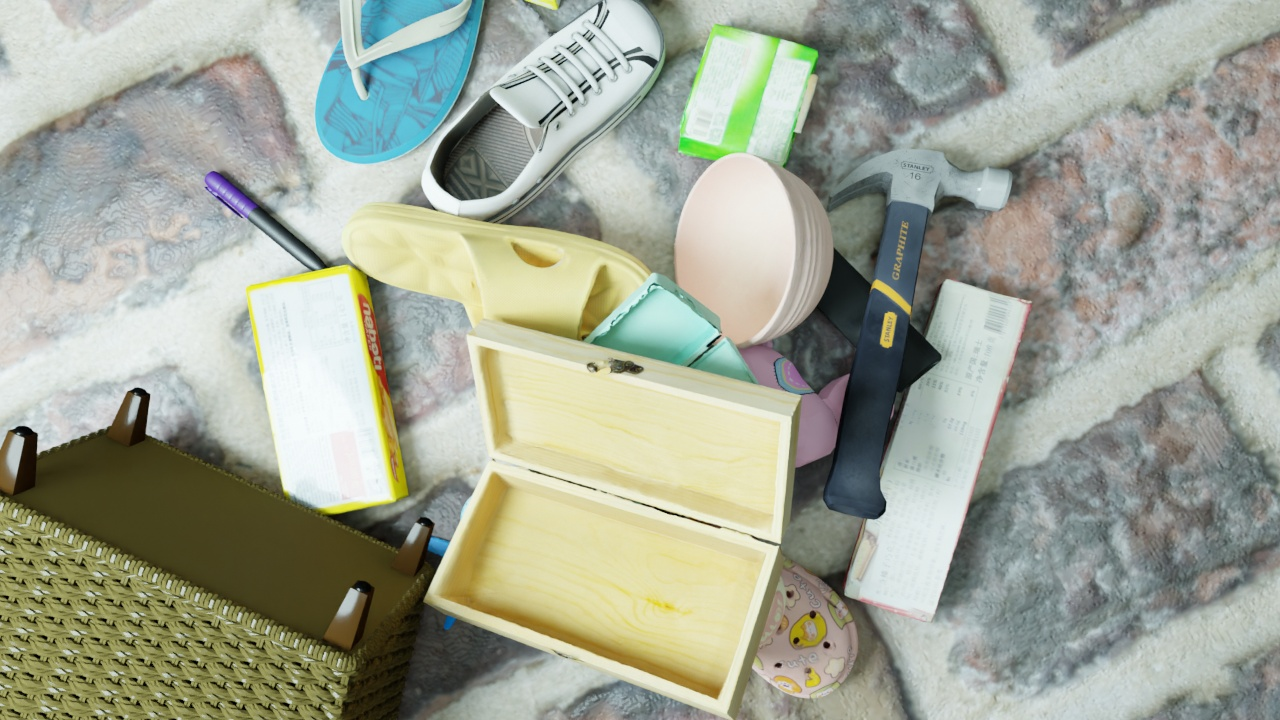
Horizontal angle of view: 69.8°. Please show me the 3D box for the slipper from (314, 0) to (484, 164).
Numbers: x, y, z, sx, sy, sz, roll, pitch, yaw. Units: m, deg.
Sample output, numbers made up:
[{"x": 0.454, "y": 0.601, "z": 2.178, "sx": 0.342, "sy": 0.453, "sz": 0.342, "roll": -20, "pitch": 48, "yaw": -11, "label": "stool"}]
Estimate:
[{"x": -0.190, "y": -0.304, "z": 0.770, "sx": 0.118, "sy": 0.060, "sz": 0.295, "roll": 19, "pitch": 89, "yaw": -1, "label": "slipper"}]

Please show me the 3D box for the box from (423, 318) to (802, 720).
[{"x": -0.019, "y": 0.110, "z": 0.682, "sx": 0.248, "sy": 0.118, "sz": 0.253, "roll": 14, "pitch": 104, "yaw": 20, "label": "box"}]

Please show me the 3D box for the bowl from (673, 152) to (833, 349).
[{"x": 0.099, "y": -0.084, "z": 0.727, "sx": 0.076, "sy": 0.153, "sz": 0.153, "roll": 0, "pitch": 88, "yaw": -33, "label": "bowl"}]

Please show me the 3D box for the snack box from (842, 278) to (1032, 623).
[{"x": 0.243, "y": 0.073, "z": 0.756, "sx": 0.077, "sy": 0.044, "sz": 0.273, "roll": 17, "pitch": 88, "yaw": 7, "label": "snack box"}]

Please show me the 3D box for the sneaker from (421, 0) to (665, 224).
[{"x": -0.083, "y": -0.208, "z": 0.744, "sx": 0.245, "sy": 0.097, "sz": 0.091, "roll": -40, "pitch": 88, "yaw": 0, "label": "sneaker"}]

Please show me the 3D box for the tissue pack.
[{"x": 0.092, "y": -0.219, "z": 0.772, "sx": 0.099, "sy": 0.034, "sz": 0.114, "roll": 18, "pitch": 89, "yaw": 4, "label": "tissue pack"}]

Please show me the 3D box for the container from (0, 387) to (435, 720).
[{"x": -0.324, "y": 0.176, "z": 0.678, "sx": 0.321, "sy": 0.176, "sz": 0.205, "roll": 24, "pitch": 103, "yaw": 2, "label": "container"}]

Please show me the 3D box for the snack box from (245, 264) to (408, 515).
[{"x": -0.262, "y": 0.027, "z": 0.769, "sx": 0.092, "sy": 0.042, "sz": 0.200, "roll": -12, "pitch": 88, "yaw": 2, "label": "snack box"}]

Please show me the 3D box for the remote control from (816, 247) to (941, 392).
[{"x": 0.181, "y": -0.039, "z": 0.751, "sx": 0.045, "sy": 0.021, "sz": 0.140, "roll": -40, "pitch": 67, "yaw": 0, "label": "remote control"}]

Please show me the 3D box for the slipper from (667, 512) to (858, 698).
[{"x": 0.092, "y": 0.194, "z": 0.738, "sx": 0.197, "sy": 0.081, "sz": 0.093, "roll": 39, "pitch": 89, "yaw": 4, "label": "slipper"}]

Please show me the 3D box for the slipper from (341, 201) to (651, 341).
[{"x": -0.119, "y": -0.056, "z": 0.734, "sx": 0.263, "sy": 0.100, "sz": 0.078, "roll": 15, "pitch": 55, "yaw": 6, "label": "slipper"}]

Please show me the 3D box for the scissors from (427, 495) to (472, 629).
[{"x": -0.137, "y": 0.171, "z": 0.777, "sx": 0.125, "sy": 0.013, "sz": 0.127, "roll": 22, "pitch": 85, "yaw": 1, "label": "scissors"}]

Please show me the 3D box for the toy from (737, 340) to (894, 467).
[{"x": 0.122, "y": 0.034, "z": 0.741, "sx": 0.157, "sy": 0.067, "sz": 0.123, "roll": -24, "pitch": 65, "yaw": -23, "label": "toy"}]

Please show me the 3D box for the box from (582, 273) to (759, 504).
[{"x": 0.000, "y": 0.032, "z": 0.714, "sx": 0.138, "sy": 0.055, "sz": 0.187, "roll": 46, "pitch": 125, "yaw": -6, "label": "box"}]

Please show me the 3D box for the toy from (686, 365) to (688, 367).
[{"x": -0.005, "y": 0.004, "z": 0.761, "sx": 0.102, "sy": 0.066, "sz": 0.050, "roll": 10, "pitch": 56, "yaw": 5, "label": "toy"}]

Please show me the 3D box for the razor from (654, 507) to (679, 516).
[{"x": 0.049, "y": 0.099, "z": 0.754, "sx": 0.144, "sy": 0.021, "sz": 0.044, "roll": -43, "pitch": 53, "yaw": -18, "label": "razor"}]

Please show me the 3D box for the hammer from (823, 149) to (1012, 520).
[{"x": 0.198, "y": -0.028, "z": 0.712, "sx": 0.139, "sy": 0.035, "sz": 0.311, "roll": 12, "pitch": 69, "yaw": 9, "label": "hammer"}]

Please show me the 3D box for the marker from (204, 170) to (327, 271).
[{"x": -0.322, "y": -0.116, "z": 0.788, "sx": 0.134, "sy": 0.015, "sz": 0.018, "roll": 39, "pitch": 103, "yaw": 2, "label": "marker"}]

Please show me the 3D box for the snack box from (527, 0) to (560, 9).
[{"x": -0.098, "y": -0.327, "z": 0.722, "sx": 0.061, "sy": 0.149, "sz": 0.025, "roll": 17, "pitch": 87, "yaw": 1, "label": "snack box"}]
